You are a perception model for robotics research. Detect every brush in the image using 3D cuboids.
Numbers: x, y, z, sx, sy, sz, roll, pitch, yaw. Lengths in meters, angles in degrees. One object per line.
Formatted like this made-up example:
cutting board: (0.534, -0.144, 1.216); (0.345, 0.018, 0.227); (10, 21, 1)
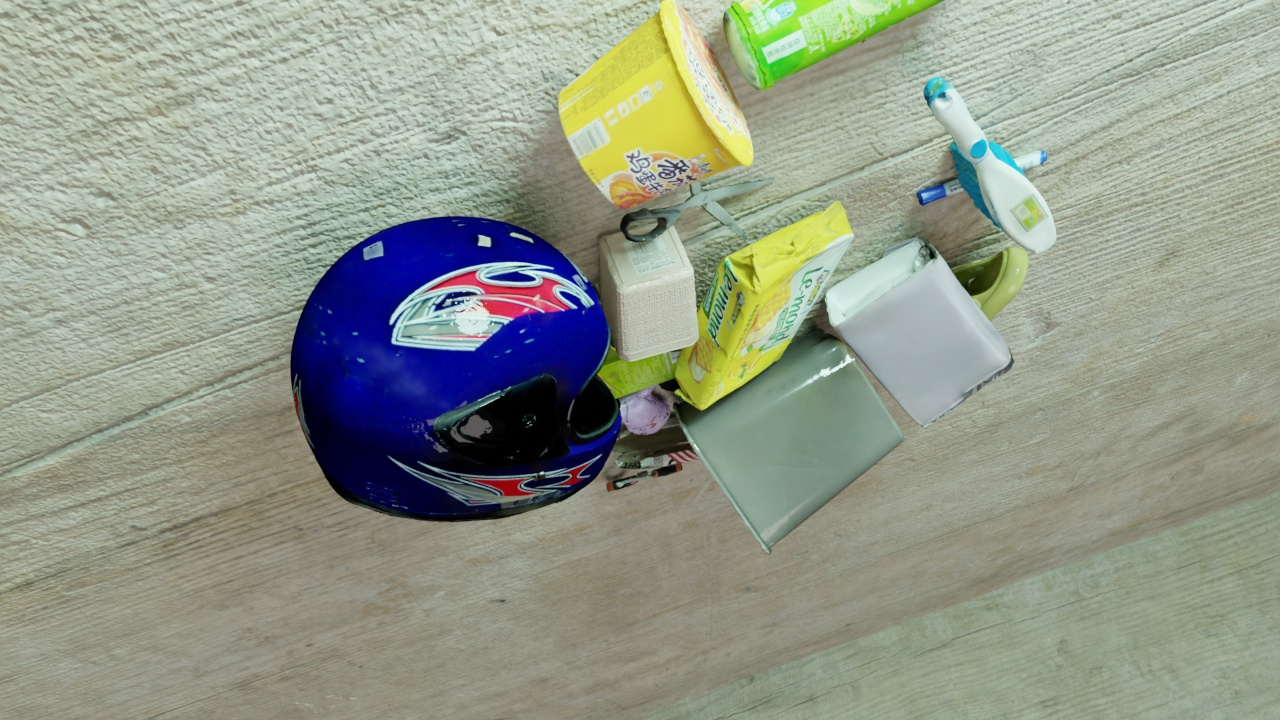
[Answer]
brush: (0.339, -0.198, 0.909); (0.061, 0.109, 0.314); (-39, 130, 20)

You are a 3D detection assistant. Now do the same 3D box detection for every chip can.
chip can: (0.173, -0.286, 0.710); (0.221, 0.072, 0.072); (-24, 148, 7)

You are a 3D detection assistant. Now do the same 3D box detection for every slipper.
slipper: (0.407, -0.084, 1.157); (0.081, 0.091, 0.191); (28, 146, -3)

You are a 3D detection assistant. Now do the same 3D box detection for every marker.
marker: (0.374, -0.201, 1.004); (0.146, 0.017, 0.017); (-19, 149, 0)

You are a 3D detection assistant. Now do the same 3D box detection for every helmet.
helmet: (-0.143, -0.005, 0.819); (0.314, 0.247, 0.241); (-2, 123, -37)

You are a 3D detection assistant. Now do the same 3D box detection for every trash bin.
trash bin: (0.183, 0.086, 1.147); (0.220, 0.199, 0.198); (-34, -171, 3)

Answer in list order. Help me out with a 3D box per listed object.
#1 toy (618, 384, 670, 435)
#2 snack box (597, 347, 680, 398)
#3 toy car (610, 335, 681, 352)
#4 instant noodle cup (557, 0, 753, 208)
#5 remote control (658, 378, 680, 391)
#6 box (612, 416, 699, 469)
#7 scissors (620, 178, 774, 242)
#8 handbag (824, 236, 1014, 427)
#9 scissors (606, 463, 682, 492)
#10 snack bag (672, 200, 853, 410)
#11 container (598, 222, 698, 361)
toy: (0.003, 0.064, 1.190); (0.084, 0.039, 0.108); (-35, 146, 4)
snack box: (-0.007, 0.006, 1.107); (0.156, 0.026, 0.086); (-20, 149, 0)
toy car: (0.009, -0.031, 1.041); (0.105, 0.048, 0.032); (-3, 175, -26)
instant noodle cup: (0.010, -0.191, 0.720); (0.110, 0.138, 0.138); (-25, 149, 23)
remote control: (0.088, 0.010, 1.166); (0.136, 0.024, 0.053); (-25, 149, 9)
box: (0.036, 0.104, 1.273); (0.163, 0.081, 0.075); (-11, 179, -15)
scissors: (0.056, -0.159, 0.875); (0.180, 0.014, 0.160); (-29, 138, -16)
handbag: (0.335, -0.036, 1.099); (0.145, 0.098, 0.197); (-32, 118, 26)
scissors: (0.002, 0.166, 1.304); (0.189, 0.015, 0.222); (-10, 170, -37)
snack bag: (0.125, -0.058, 1.000); (0.157, 0.068, 0.247); (-30, 157, -35)
container: (0.007, -0.073, 0.935); (0.090, 0.089, 0.111); (-15, 146, -7)
